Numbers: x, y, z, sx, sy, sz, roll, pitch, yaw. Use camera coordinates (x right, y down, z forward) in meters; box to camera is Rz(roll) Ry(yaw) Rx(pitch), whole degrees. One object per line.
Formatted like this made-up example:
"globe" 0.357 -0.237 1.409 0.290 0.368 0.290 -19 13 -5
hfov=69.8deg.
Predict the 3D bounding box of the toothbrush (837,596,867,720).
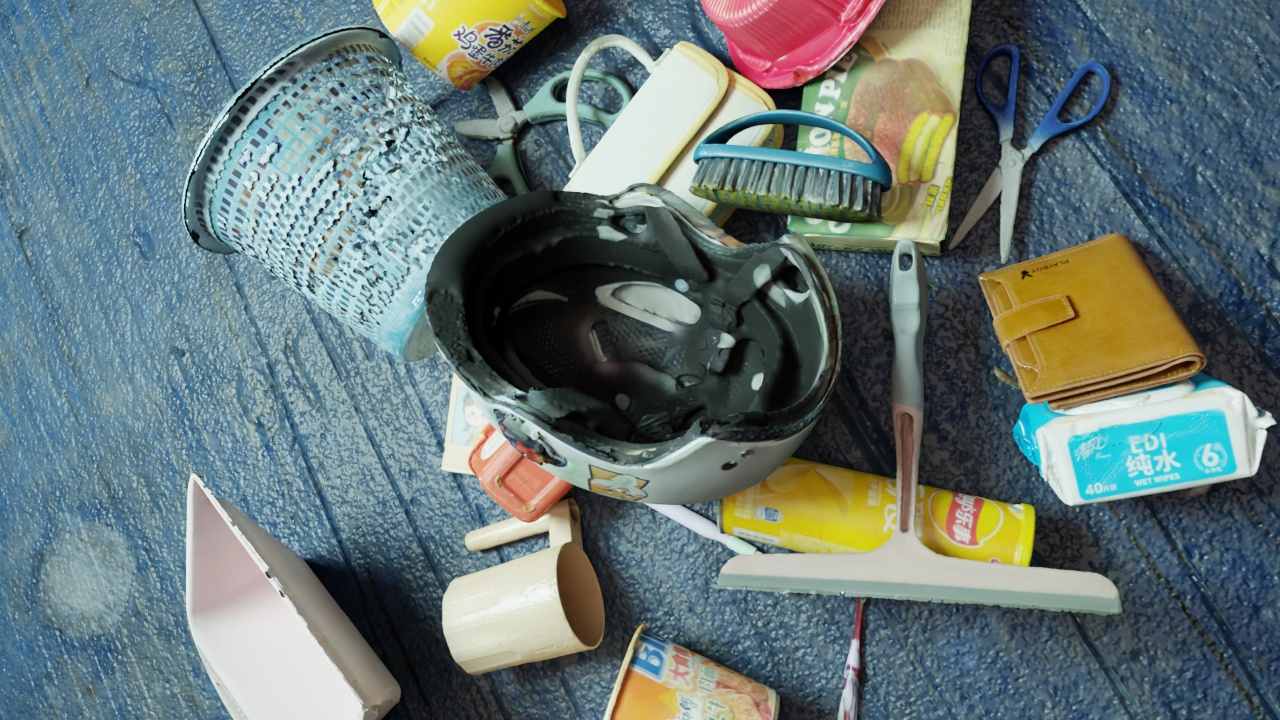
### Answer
"toothbrush" 0.157 0.240 0.681 0.016 0.017 0.187 7 86 18

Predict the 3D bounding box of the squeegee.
"squeegee" 0.181 0.037 0.623 0.248 0.040 0.249 -2 73 24

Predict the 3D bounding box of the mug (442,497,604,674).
"mug" -0.095 0.181 0.737 0.104 0.084 0.124 -19 55 15

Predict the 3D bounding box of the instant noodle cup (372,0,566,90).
"instant noodle cup" -0.147 -0.304 0.768 0.110 0.137 0.138 -40 75 19

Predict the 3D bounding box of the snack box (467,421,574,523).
"snack box" -0.085 0.076 0.723 0.082 0.080 0.091 44 90 -12

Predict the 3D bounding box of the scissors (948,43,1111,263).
"scissors" 0.285 -0.157 0.678 0.157 0.012 0.165 -17 78 13

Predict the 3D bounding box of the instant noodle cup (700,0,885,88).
"instant noodle cup" 0.105 -0.303 0.668 0.194 0.065 0.193 -23 62 52

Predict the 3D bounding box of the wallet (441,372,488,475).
"wallet" -0.123 0.043 0.781 0.087 0.024 0.115 8 90 19

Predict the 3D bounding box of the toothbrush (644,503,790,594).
"toothbrush" 0.038 0.129 0.727 0.189 0.029 0.021 28 53 19

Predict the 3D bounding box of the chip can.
"chip can" 0.166 0.117 0.662 0.213 0.072 0.072 10 88 18

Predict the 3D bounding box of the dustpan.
"dustpan" -0.301 0.245 0.725 0.138 0.274 0.222 -39 71 -16

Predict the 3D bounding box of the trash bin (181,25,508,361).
"trash bin" -0.206 -0.113 0.737 0.195 0.226 0.227 41 97 3

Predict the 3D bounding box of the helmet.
"helmet" -0.004 0.004 0.640 0.274 0.157 0.229 13 51 12

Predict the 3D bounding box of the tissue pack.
"tissue pack" 0.326 0.047 0.607 0.140 0.089 0.063 -13 95 16

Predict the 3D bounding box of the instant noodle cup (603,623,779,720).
"instant noodle cup" 0.030 0.279 0.655 0.111 0.151 0.151 16 89 10

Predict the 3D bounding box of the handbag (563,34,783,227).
"handbag" 0.004 -0.178 0.735 0.179 0.063 0.163 39 96 11

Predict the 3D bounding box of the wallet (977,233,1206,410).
"wallet" 0.293 -0.025 0.623 0.119 0.035 0.130 -14 41 14

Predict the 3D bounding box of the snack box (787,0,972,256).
"snack box" 0.183 -0.202 0.690 0.114 0.063 0.240 6 87 17

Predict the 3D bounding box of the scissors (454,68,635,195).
"scissors" -0.085 -0.174 0.792 0.170 0.019 0.179 0 86 15

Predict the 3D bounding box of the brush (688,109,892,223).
"brush" 0.106 -0.139 0.646 0.144 0.055 0.073 12 89 22
